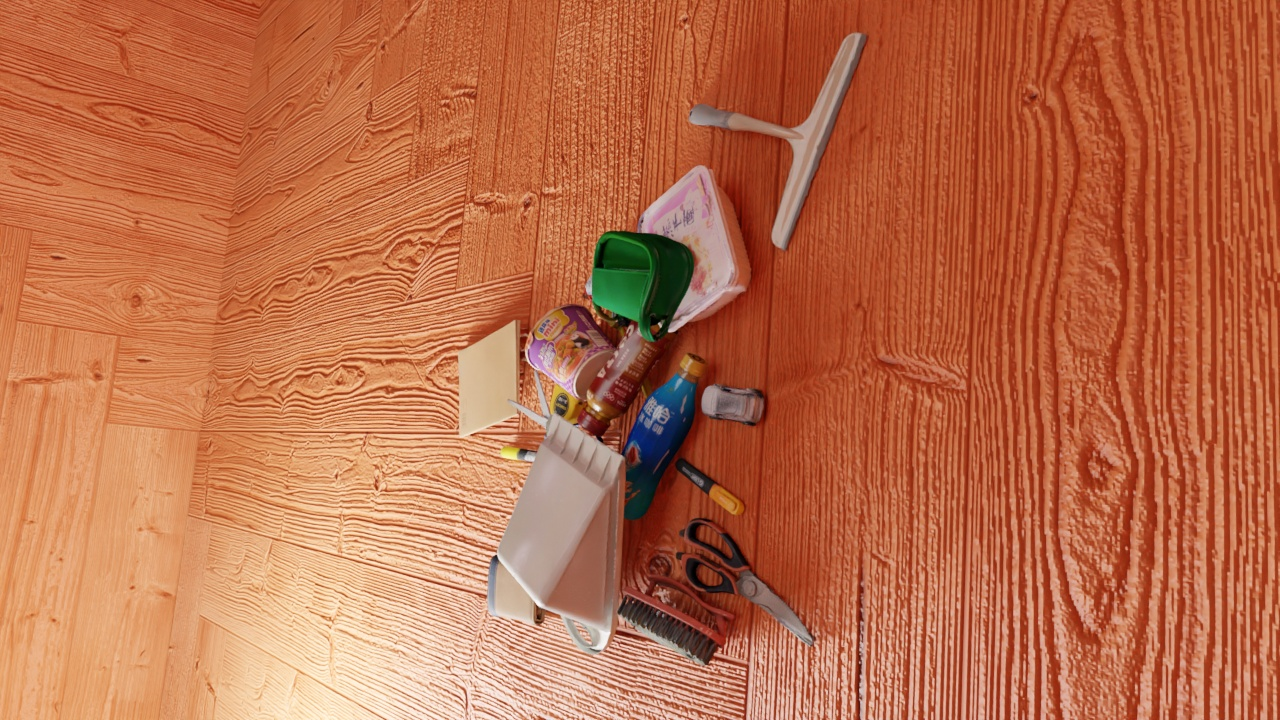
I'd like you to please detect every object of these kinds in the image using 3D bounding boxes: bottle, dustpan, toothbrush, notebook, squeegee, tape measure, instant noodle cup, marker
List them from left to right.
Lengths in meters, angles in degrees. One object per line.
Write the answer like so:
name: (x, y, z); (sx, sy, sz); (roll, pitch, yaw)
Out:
notebook: (-0.245, 0.033, 1.469); (0.212, 0.012, 0.149); (-22, 66, 52)
marker: (-0.168, 0.141, 1.368); (0.124, 0.015, 0.018); (1, 83, 47)
tape measure: (-0.100, 0.063, 1.291); (0.060, 0.028, 0.057); (22, 97, 49)
instant noodle cup: (-0.082, -0.005, 1.232); (0.099, 0.111, 0.112); (44, 115, 36)
dustpan: (-0.074, 0.232, 1.173); (0.223, 0.142, 0.257); (24, 86, 60)
bottle: (-0.019, 0.015, 1.158); (0.175, 0.057, 0.057); (-57, 43, 9)
toothbrush: (-0.007, 0.007, 1.201); (0.016, 0.016, 0.190); (-49, 48, 31)
bottle: (0.021, 0.091, 1.112); (0.065, 0.065, 0.219); (46, 115, 45)
instant noodle cup: (0.070, -0.129, 1.107); (0.138, 0.060, 0.173); (-35, 55, 40)
marker: (0.077, 0.145, 1.070); (0.124, 0.015, 0.018); (34, 103, 50)
squeegee: (0.124, -0.282, 1.094); (0.247, 0.039, 0.247); (32, 106, 49)

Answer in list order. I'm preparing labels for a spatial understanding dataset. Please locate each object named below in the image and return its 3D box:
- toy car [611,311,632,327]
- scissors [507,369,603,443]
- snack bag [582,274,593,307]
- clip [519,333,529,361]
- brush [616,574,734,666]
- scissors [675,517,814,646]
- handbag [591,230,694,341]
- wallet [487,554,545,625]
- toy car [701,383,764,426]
toy car: (-0.002, -0.092, 1.193); (0.031, 0.048, 0.106); (43, 114, 44)
scissors: (-0.120, 0.098, 1.277); (0.163, 0.012, 0.176); (5, 107, 34)
snack bag: (-0.050, -0.120, 1.274); (0.105, 0.026, 0.045); (-56, 35, 24)
clip: (-0.149, -0.016, 1.369); (0.101, 0.034, 0.076); (7, 88, 59)
brush: (0.044, 0.292, 1.046); (0.146, 0.063, 0.069); (11, 60, 50)
scissors: (0.109, 0.257, 1.007); (0.177, 0.015, 0.210); (-41, 52, 35)
handbag: (-0.002, -0.092, 1.094); (0.131, 0.067, 0.120); (26, 110, 49)
wallet: (-0.178, 0.329, 1.322); (0.115, 0.033, 0.090); (-7, 79, 48)
toy car: (0.103, 0.050, 1.048); (0.091, 0.034, 0.043); (8, 91, 52)
